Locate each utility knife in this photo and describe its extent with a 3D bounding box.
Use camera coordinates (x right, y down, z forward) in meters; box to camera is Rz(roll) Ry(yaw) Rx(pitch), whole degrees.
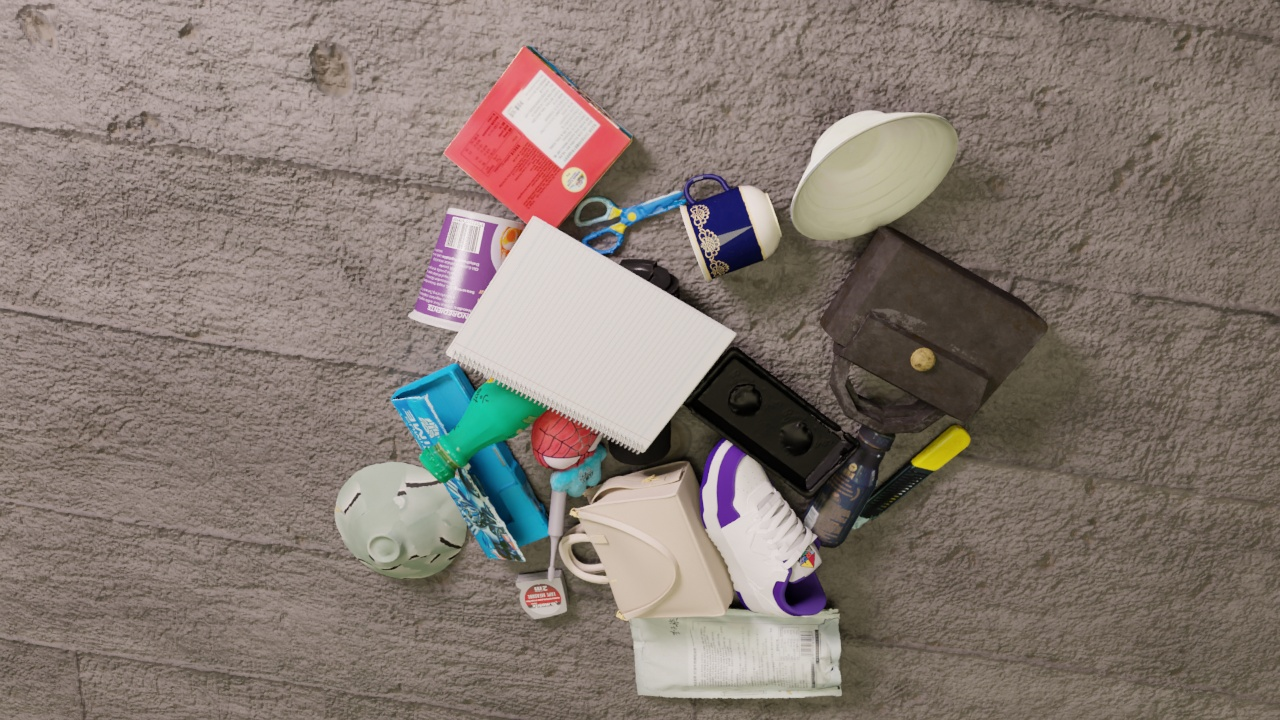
[{"bbox_3d":[0.313,0.144,1.092,0.029,0.020,0.188,43,107,-10],"label":"utility knife"}]

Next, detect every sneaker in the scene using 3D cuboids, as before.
[{"bbox_3d":[0.152,0.204,1.067,0.111,0.091,0.244,6,124,46],"label":"sneaker"}]

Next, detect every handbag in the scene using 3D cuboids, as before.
[{"bbox_3d":[0.291,-0.011,0.989,0.197,0.102,0.200,27,111,-6],"label":"handbag"},{"bbox_3d":[-0.007,0.231,1.120,0.198,0.101,0.195,-14,110,22],"label":"handbag"}]

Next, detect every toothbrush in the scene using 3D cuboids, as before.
[{"bbox_3d":[-0.100,0.178,1.113,0.018,0.019,0.188,4,98,-19],"label":"toothbrush"}]

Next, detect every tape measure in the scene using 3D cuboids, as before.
[{"bbox_3d":[-0.125,0.301,1.186,0.060,0.020,0.062,-8,111,7],"label":"tape measure"}]

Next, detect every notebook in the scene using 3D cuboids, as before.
[{"bbox_3d":[-0.050,-0.015,0.946,0.245,0.013,0.178,28,113,-20],"label":"notebook"}]

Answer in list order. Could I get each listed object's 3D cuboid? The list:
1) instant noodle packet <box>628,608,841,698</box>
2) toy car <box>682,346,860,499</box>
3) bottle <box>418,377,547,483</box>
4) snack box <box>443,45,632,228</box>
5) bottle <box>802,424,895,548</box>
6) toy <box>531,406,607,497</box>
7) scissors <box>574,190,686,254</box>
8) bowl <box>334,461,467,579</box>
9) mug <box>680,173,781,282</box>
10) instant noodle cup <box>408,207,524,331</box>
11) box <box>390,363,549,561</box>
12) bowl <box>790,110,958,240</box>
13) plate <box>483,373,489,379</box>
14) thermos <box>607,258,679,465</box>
[{"bbox_3d":[0.122,0.376,1.188,0.269,0.057,0.147,-2,109,10],"label":"instant noodle packet"},{"bbox_3d":[0.147,0.061,1.045,0.191,0.071,0.094,36,108,-10],"label":"toy car"},{"bbox_3d":[-0.151,0.052,1.013,0.209,0.068,0.068,-41,104,-5],"label":"bottle"},{"bbox_3d":[-0.107,-0.228,0.968,0.145,0.040,0.143,39,109,-11],"label":"snack box"},{"bbox_3d":[0.245,0.145,1.078,0.056,0.056,0.161,22,111,-4],"label":"bottle"},{"bbox_3d":[-0.079,0.100,1.064,0.092,0.062,0.133,-27,118,-21],"label":"toy"},{"bbox_3d":[-0.008,-0.154,1.005,0.131,0.022,0.070,-14,108,6],"label":"scissors"},{"bbox_3d":[-0.308,0.216,1.142,0.174,0.067,0.174,2,112,6],"label":"bowl"},{"bbox_3d":[0.094,-0.150,0.967,0.089,0.085,0.112,-19,83,9],"label":"mug"},{"bbox_3d":[-0.170,-0.094,0.987,0.137,0.122,0.122,12,96,1],"label":"instant noodle cup"},{"bbox_3d":[-0.204,0.134,1.092,0.092,0.085,0.243,-24,108,14],"label":"box"},{"bbox_3d":[0.223,-0.199,0.922,0.176,0.057,0.177,-16,152,-9],"label":"bowl"},{"bbox_3d":[-0.117,-0.013,1.066,0.157,0.014,0.157,1,110,3],"label":"plate"},{"bbox_3d":[-0.006,0.006,1.024,0.106,0.105,0.219,-1,116,5],"label":"thermos"}]
